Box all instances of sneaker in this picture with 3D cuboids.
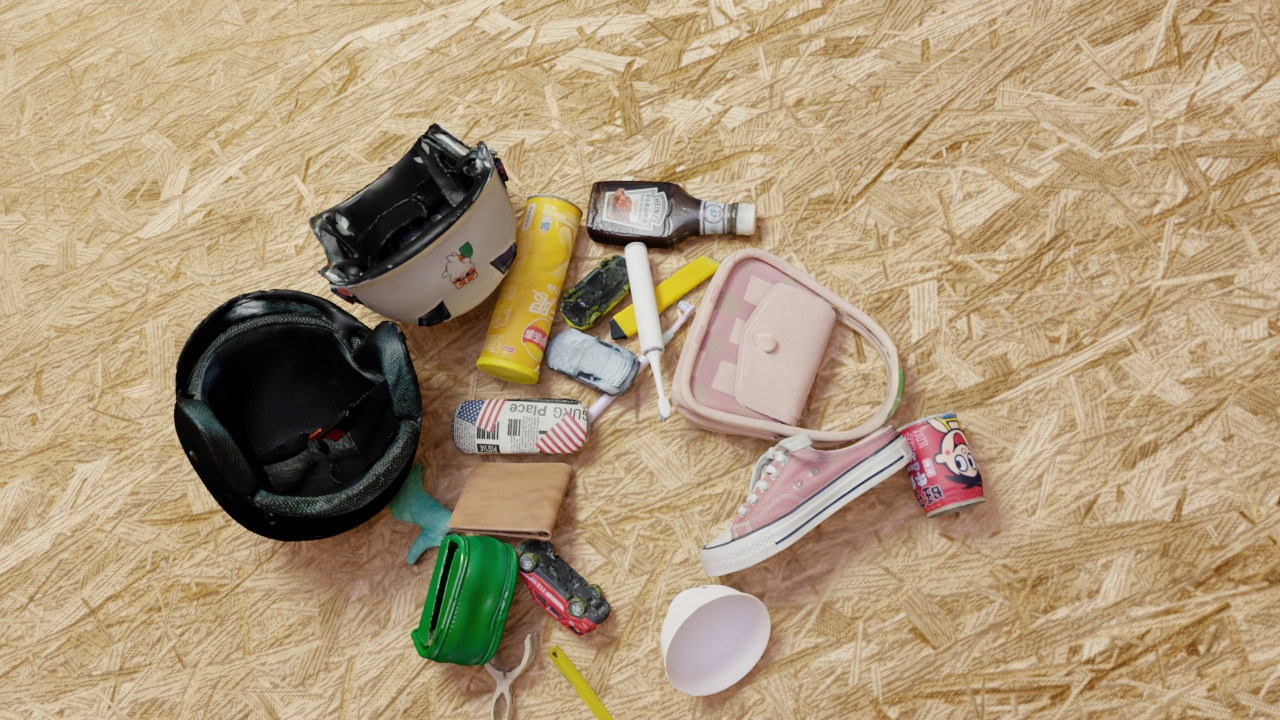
[{"bbox_3d":[0.152,0.127,0.925,0.241,0.118,0.088,-35,83,6],"label":"sneaker"}]

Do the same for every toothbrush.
[{"bbox_3d":[-0.006,0.006,1.039,0.021,0.029,0.189,44,84,-20],"label":"toothbrush"},{"bbox_3d":[-0.034,0.369,0.935,0.015,0.016,0.190,-40,71,-5],"label":"toothbrush"},{"bbox_3d":[0.010,-0.035,1.012,0.026,0.026,0.220,-4,62,-10],"label":"toothbrush"}]

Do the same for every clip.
[{"bbox_3d":[-0.149,0.322,0.961,0.095,0.035,0.102,30,88,12],"label":"clip"}]

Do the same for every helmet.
[{"bbox_3d":[-0.360,0.062,0.973,0.232,0.231,0.274,-23,63,-30],"label":"helmet"},{"bbox_3d":[-0.232,-0.129,1.025,0.230,0.157,0.274,-42,40,-8],"label":"helmet"}]

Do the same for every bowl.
[{"bbox_3d":[0.064,0.266,0.918,0.118,0.118,0.065,-41,32,-4],"label":"bowl"}]

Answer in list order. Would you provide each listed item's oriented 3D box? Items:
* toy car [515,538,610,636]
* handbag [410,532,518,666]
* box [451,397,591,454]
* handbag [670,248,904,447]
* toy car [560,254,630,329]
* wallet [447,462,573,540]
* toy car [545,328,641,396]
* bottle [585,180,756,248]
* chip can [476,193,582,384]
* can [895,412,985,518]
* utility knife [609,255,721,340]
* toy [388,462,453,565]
[{"bbox_3d":[-0.087,0.238,0.964,0.120,0.052,0.045,42,108,14],"label":"toy car"},{"bbox_3d":[-0.185,0.245,0.953,0.068,0.120,0.131,20,79,-26],"label":"handbag"},{"bbox_3d":[-0.133,0.074,1.030,0.164,0.052,0.068,1,65,14],"label":"box"},{"bbox_3d":[0.165,0.003,0.985,0.234,0.093,0.193,21,79,8],"label":"handbag"},{"bbox_3d":[-0.046,-0.078,1.064,0.048,0.032,0.105,41,72,13],"label":"toy car"},{"bbox_3d":[-0.139,0.149,0.990,0.115,0.020,0.101,2,37,12],"label":"wallet"},{"bbox_3d":[-0.056,0.000,1.031,0.121,0.037,0.054,21,76,32],"label":"toy car"},{"bbox_3d":[0.037,-0.169,1.072,0.195,0.044,0.079,5,72,10],"label":"bottle"},{"bbox_3d":[-0.127,-0.083,1.058,0.072,0.072,0.213,10,75,12],"label":"chip can"},{"bbox_3d":[0.304,0.107,0.931,0.066,0.066,0.093,-16,72,4],"label":"can"},{"bbox_3d":[0.028,-0.072,1.059,0.156,0.015,0.033,-35,77,-3],"label":"utility knife"},{"bbox_3d":[-0.244,0.175,1.023,0.092,0.030,0.096,32,87,19],"label":"toy"}]
